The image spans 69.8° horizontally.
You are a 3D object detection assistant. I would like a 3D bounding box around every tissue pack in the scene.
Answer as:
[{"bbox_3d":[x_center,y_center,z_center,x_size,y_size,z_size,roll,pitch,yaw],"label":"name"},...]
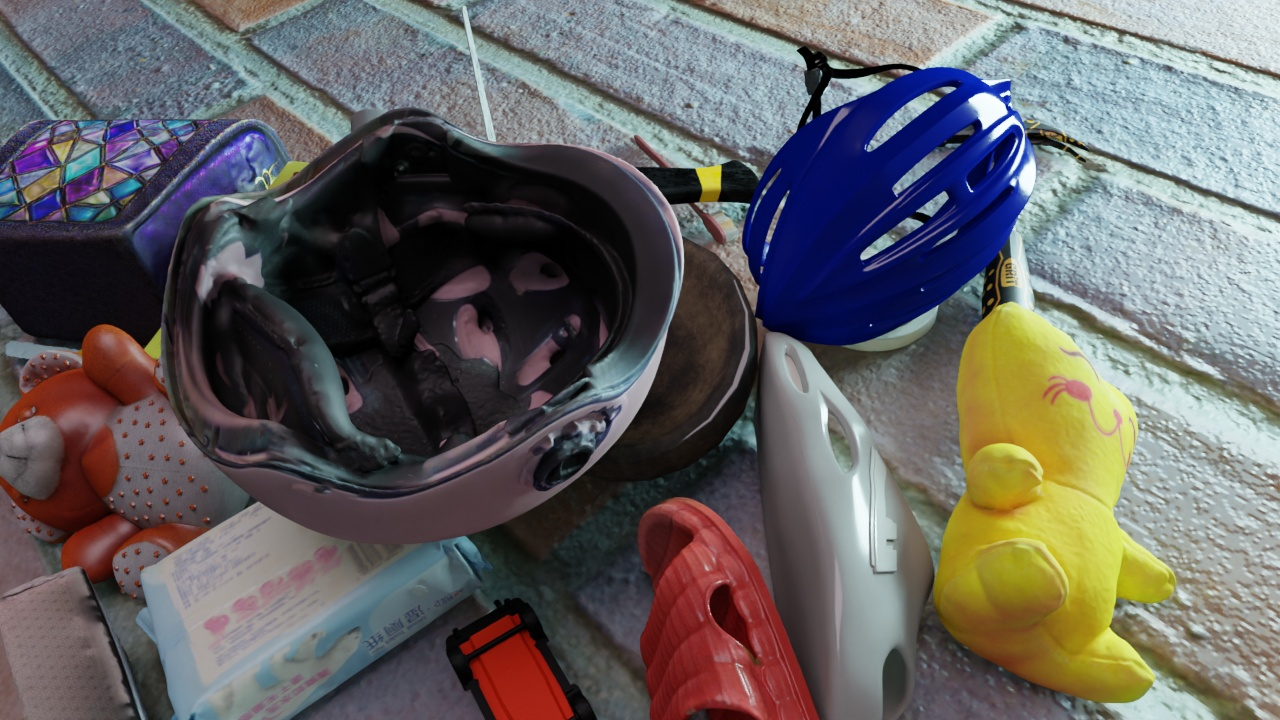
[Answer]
[{"bbox_3d":[-0.269,0.200,0.447,0.071,0.104,0.181,-24,47,-34],"label":"tissue pack"},{"bbox_3d":[-0.189,0.129,0.518,0.181,0.070,0.112,-33,50,-18],"label":"tissue pack"}]

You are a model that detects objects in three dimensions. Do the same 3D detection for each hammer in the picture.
[{"bbox_3d":[-0.060,-0.129,0.706,0.324,0.034,0.169,-5,54,-15],"label":"hammer"},{"bbox_3d":[0.272,-0.090,0.674,0.123,0.036,0.319,6,45,14],"label":"hammer"}]

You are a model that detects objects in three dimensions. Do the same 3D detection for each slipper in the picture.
[{"bbox_3d":[0.037,0.168,0.418,0.059,0.104,0.248,-9,46,-19],"label":"slipper"},{"bbox_3d":[0.112,0.088,0.490,0.080,0.113,0.265,2,40,-4],"label":"slipper"}]

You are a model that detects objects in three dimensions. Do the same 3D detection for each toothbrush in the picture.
[{"bbox_3d":[0.034,-0.153,0.788,0.015,0.015,0.184,-21,45,-14],"label":"toothbrush"},{"bbox_3d":[-0.126,-0.192,0.737,0.010,0.182,0.010,13,42,25],"label":"toothbrush"}]

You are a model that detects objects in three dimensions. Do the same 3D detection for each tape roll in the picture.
[{"bbox_3d":[0.165,-0.044,0.659,0.093,0.013,0.092,-5,46,5],"label":"tape roll"}]

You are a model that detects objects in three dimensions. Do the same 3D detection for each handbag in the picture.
[{"bbox_3d":[-0.414,-0.128,0.766,0.205,0.126,0.221,3,46,13],"label":"handbag"}]

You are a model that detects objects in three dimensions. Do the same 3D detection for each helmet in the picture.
[{"bbox_3d":[0.142,-0.125,0.627,0.241,0.148,0.227,-33,47,-9],"label":"helmet"},{"bbox_3d":[-0.099,-0.008,0.483,0.255,0.153,0.230,-31,56,-19],"label":"helmet"}]

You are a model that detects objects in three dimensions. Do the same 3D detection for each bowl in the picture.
[{"bbox_3d":[-0.003,0.003,0.582,0.162,0.070,0.162,-7,62,13],"label":"bowl"}]

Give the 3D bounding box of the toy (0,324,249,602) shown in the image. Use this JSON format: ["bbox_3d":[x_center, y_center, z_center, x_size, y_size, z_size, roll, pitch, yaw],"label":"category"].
[{"bbox_3d":[-0.335,0.060,0.580,0.172,0.092,0.163,5,89,15],"label":"toy"}]

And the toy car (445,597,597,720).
[{"bbox_3d":[-0.060,0.170,0.468,0.051,0.049,0.100,-27,48,-17],"label":"toy car"}]

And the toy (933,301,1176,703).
[{"bbox_3d":[0.213,0.075,0.488,0.088,0.134,0.193,-30,32,47],"label":"toy"}]

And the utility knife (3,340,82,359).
[{"bbox_3d":[-0.409,0.001,0.715,0.219,0.019,0.030,9,43,12],"label":"utility knife"}]

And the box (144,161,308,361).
[{"bbox_3d":[-0.249,-0.049,0.685,0.124,0.082,0.220,10,47,10],"label":"box"}]
